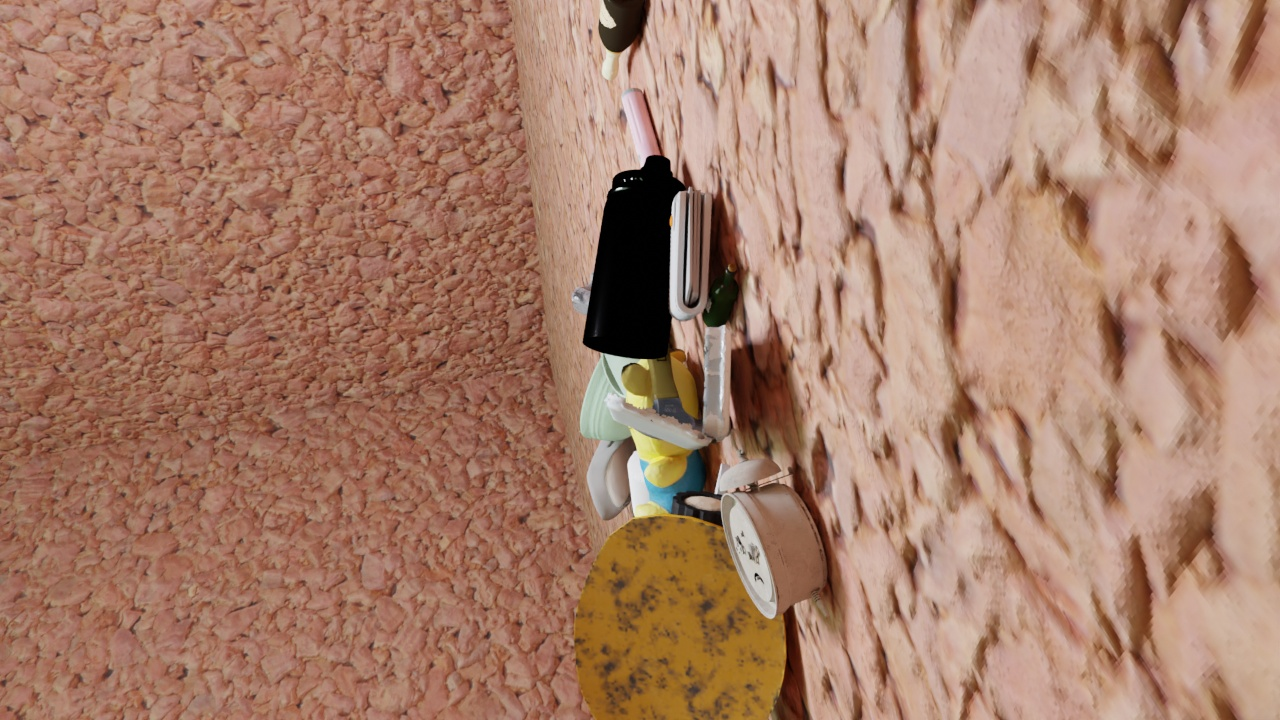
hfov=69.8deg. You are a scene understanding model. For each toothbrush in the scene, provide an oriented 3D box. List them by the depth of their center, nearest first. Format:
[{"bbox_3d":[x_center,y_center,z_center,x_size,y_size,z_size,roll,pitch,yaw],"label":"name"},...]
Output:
[{"bbox_3d":[0.014,-0.215,1.033,0.027,0.026,0.222,72,-176,-65],"label":"toothbrush"}]

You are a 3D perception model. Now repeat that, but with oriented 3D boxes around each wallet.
[{"bbox_3d":[0.046,-0.099,0.846,0.115,0.037,0.118,151,121,-87],"label":"wallet"}]

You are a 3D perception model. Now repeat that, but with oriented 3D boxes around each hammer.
[{"bbox_3d":[0.011,-0.059,1.015,0.025,0.118,0.332,102,162,-56],"label":"hammer"},{"bbox_3d":[-0.031,-0.037,1.370,0.049,0.121,0.319,25,152,22],"label":"hammer"}]

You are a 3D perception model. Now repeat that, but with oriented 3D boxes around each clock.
[{"bbox_3d":[0.105,0.128,0.742,0.103,0.061,0.157,137,115,-77],"label":"clock"}]

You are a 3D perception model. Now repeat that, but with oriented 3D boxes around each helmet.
[{"bbox_3d":[0.051,0.259,0.915,0.131,0.205,0.255,-23,-59,-71],"label":"helmet"}]

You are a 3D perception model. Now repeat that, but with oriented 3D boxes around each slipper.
[{"bbox_3d":[-0.010,0.145,1.381,0.265,0.081,0.113,-58,-53,-68],"label":"slipper"}]

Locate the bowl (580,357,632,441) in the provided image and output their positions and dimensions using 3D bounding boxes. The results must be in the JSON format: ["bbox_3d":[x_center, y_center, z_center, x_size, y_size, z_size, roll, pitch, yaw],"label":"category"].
[{"bbox_3d":[-0.021,0.052,1.306,0.151,0.077,0.151,21,-91,-75],"label":"bowl"}]

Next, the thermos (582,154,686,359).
[{"bbox_3d":[-0.002,-0.108,0.938,0.086,0.086,0.198,121,158,-77],"label":"thermos"}]

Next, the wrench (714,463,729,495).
[{"bbox_3d":[0.069,0.224,1.005,0.086,0.018,0.274,-76,-5,-51],"label":"wrench"}]

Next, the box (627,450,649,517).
[{"bbox_3d":[0.025,0.188,1.270,0.092,0.083,0.166,-126,25,-48],"label":"box"}]

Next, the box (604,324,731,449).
[{"bbox_3d":[0.017,0.033,0.818,0.215,0.127,0.106,60,-153,-81],"label":"box"}]

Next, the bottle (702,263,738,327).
[{"bbox_3d":[0.075,-0.060,0.829,0.106,0.025,0.025,101,157,-67],"label":"bottle"}]

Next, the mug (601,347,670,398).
[{"bbox_3d":[-0.007,0.007,1.185,0.112,0.083,0.104,-16,96,49],"label":"mug"}]

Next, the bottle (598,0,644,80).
[{"bbox_3d":[-0.027,-0.374,1.053,0.185,0.045,0.045,124,136,-77],"label":"bottle"}]

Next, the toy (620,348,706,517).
[{"bbox_3d":[0.031,0.086,1.062,0.148,0.084,0.214,-71,-22,-67],"label":"toy"}]
